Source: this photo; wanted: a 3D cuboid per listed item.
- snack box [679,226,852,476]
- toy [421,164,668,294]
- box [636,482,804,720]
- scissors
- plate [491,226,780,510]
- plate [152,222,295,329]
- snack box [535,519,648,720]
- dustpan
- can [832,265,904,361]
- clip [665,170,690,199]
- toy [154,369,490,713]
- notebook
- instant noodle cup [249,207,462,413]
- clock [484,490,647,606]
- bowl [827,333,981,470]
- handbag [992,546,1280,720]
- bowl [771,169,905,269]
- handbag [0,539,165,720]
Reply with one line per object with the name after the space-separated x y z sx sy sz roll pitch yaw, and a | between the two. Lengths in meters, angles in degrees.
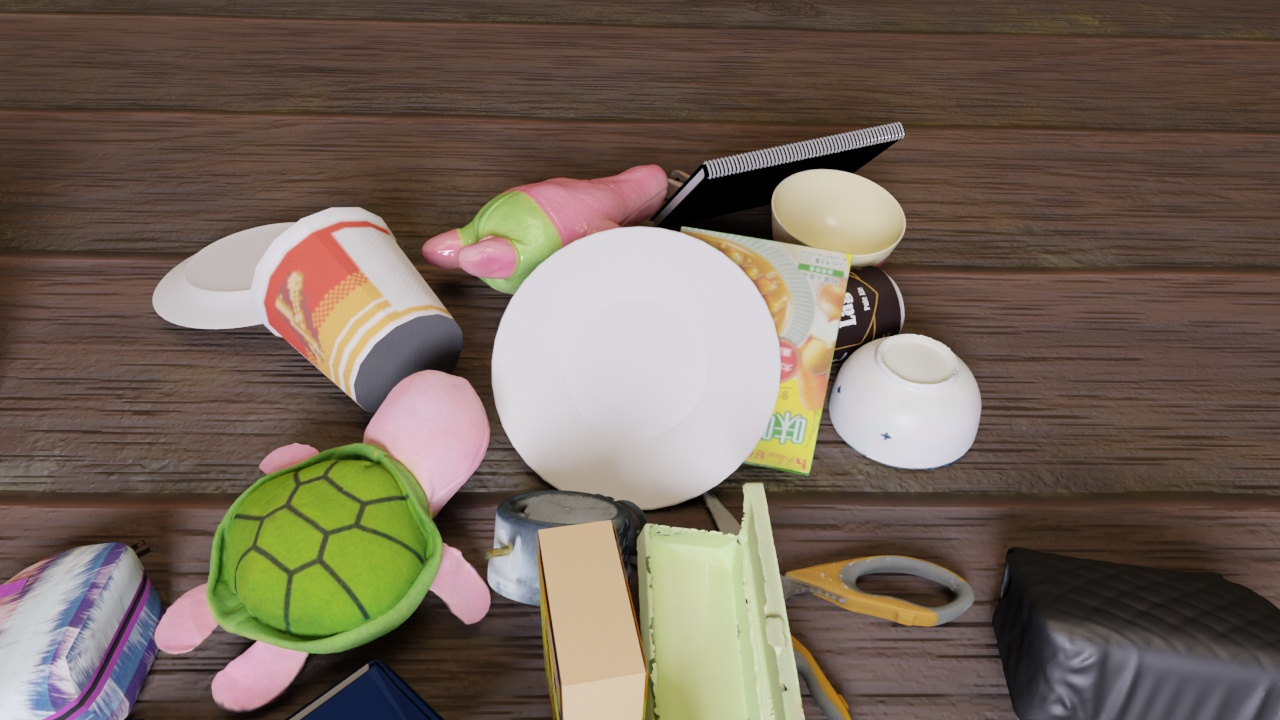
0.077 -0.010 0.685 0.132 0.027 0.168 11 80 10 | snack box
-0.068 -0.118 0.813 0.236 0.097 0.192 -28 32 -29 | toy
0.037 0.167 0.495 0.083 0.092 0.187 -5 49 1 | box
0.094 0.161 0.570 0.225 0.016 0.224 7 42 8 | scissors
-0.004 0.004 0.667 0.209 0.015 0.208 -1 78 5 | plate
-0.330 -0.085 0.804 0.188 0.016 0.188 -4 34 3 | plate
-0.027 0.160 0.482 0.040 0.126 0.088 -6 42 -10 | snack box
-0.193 0.234 0.408 0.235 0.080 0.274 -32 17 -33 | dustpan
0.144 -0.032 0.749 0.128 0.072 0.072 -12 44 -16 | can
0.046 -0.172 0.939 0.044 0.024 0.062 -31 54 -32 | clip
-0.180 0.103 0.570 0.190 0.088 0.237 31 55 22 | toy
0.125 -0.172 0.868 0.206 0.149 0.016 -15 85 -19 | notebook
-0.210 -0.032 0.705 0.123 0.124 0.121 -30 58 -31 | instant noodle cup
-0.045 0.113 0.577 0.090 0.052 0.129 6 6 13 | clock
0.204 0.022 0.698 0.113 0.063 0.113 1 41 -1 | bowl
0.284 0.177 0.529 0.154 0.115 0.125 4 18 7 | handbag
0.170 -0.107 0.828 0.118 0.074 0.117 3 49 -4 | bowl
-0.372 0.163 0.517 0.170 0.068 0.144 -7 34 1 | handbag
